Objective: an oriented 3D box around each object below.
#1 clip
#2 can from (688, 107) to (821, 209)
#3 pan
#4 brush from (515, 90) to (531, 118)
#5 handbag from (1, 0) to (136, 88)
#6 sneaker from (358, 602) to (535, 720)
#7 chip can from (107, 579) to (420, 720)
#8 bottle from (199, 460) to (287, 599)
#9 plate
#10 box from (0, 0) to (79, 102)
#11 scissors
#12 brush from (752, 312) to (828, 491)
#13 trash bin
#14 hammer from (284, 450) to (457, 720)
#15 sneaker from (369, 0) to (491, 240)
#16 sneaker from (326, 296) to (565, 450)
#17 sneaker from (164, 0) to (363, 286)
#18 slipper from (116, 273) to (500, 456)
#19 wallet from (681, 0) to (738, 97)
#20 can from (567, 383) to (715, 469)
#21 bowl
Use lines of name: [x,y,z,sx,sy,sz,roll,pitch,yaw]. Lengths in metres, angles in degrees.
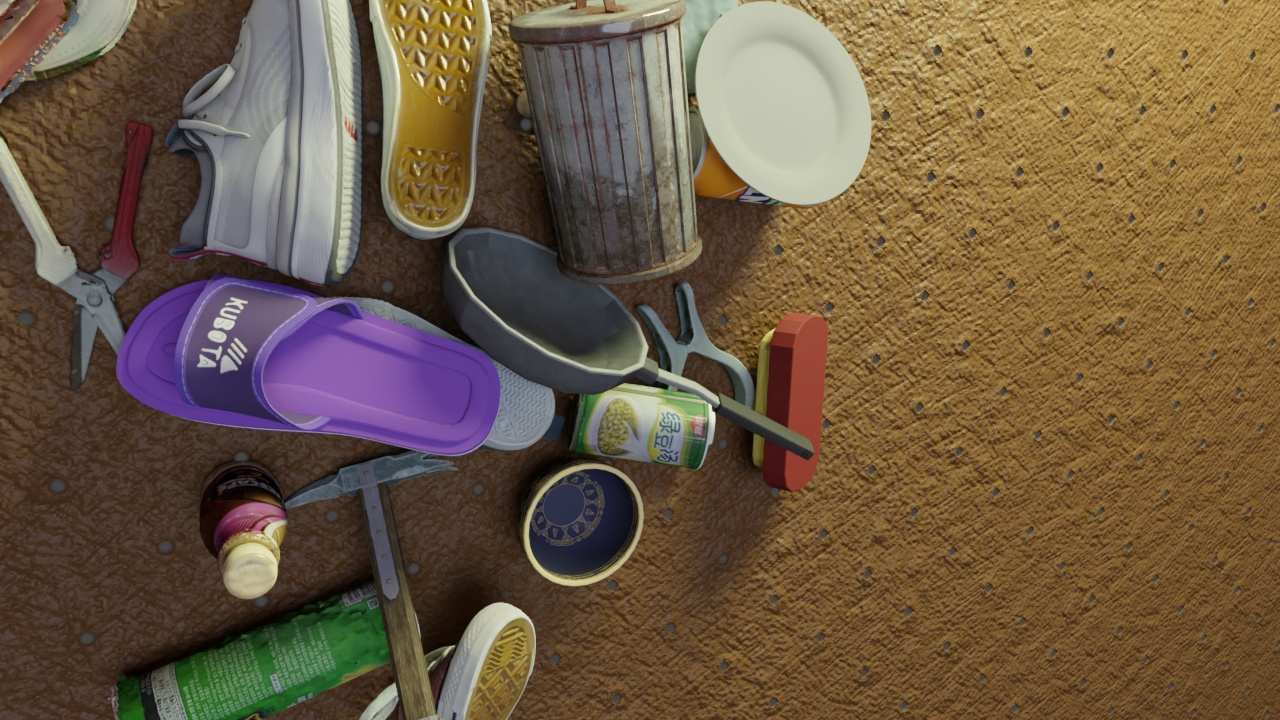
clip: [0.028,0.024,0.860,0.141,0.029,0.171,-39,115,-14]
can: [0.101,-0.181,0.816,0.142,0.079,0.079,2,101,-26]
pan: [-0.004,0.005,0.751,0.357,0.178,0.041,27,115,-18]
brush: [-0.042,-0.198,0.780,0.135,0.015,0.050,14,97,-27]
handbag: [-0.411,-0.268,0.552,0.200,0.093,0.200,-22,119,-20]
sneaker: [-0.167,0.292,0.797,0.118,0.088,0.241,-12,132,-55]
chip can: [-0.291,0.243,0.735,0.223,0.075,0.075,-19,110,-21]
bottle: [-0.283,0.121,0.656,0.059,0.166,0.060,-6,104,-24]
plate: [0.122,-0.217,0.779,0.178,0.012,0.178,5,80,-26]
box: [-0.426,-0.163,0.558,0.187,0.083,0.043,-43,107,6]
scissors: [-0.391,-0.085,0.642,0.179,0.015,0.193,40,84,-29]
brush: [0.144,0.039,0.897,0.082,0.042,0.173,-16,112,-54]
trash bin: [-0.022,-0.180,0.713,0.130,0.131,0.211,-20,120,-20]
hammer: [-0.185,0.229,0.707,0.147,0.028,0.316,-15,72,-7]
sneaker: [-0.160,-0.202,0.693,0.087,0.079,0.235,0,84,-18]
sneaker: [-0.174,0.017,0.730,0.235,0.087,0.089,19,78,-3]
sneaker: [-0.266,-0.185,0.642,0.128,0.097,0.263,1,93,-4]
slipper: [-0.230,0.002,0.636,0.266,0.084,0.107,13,78,-5]
wallet: [0.031,-0.291,0.774,0.100,0.054,0.132,-6,107,-16]
can: [0.000,0.056,0.813,0.121,0.067,0.067,9,98,-9]
bowl: [-0.061,0.138,0.825,0.112,0.061,0.112,-6,105,-24]
